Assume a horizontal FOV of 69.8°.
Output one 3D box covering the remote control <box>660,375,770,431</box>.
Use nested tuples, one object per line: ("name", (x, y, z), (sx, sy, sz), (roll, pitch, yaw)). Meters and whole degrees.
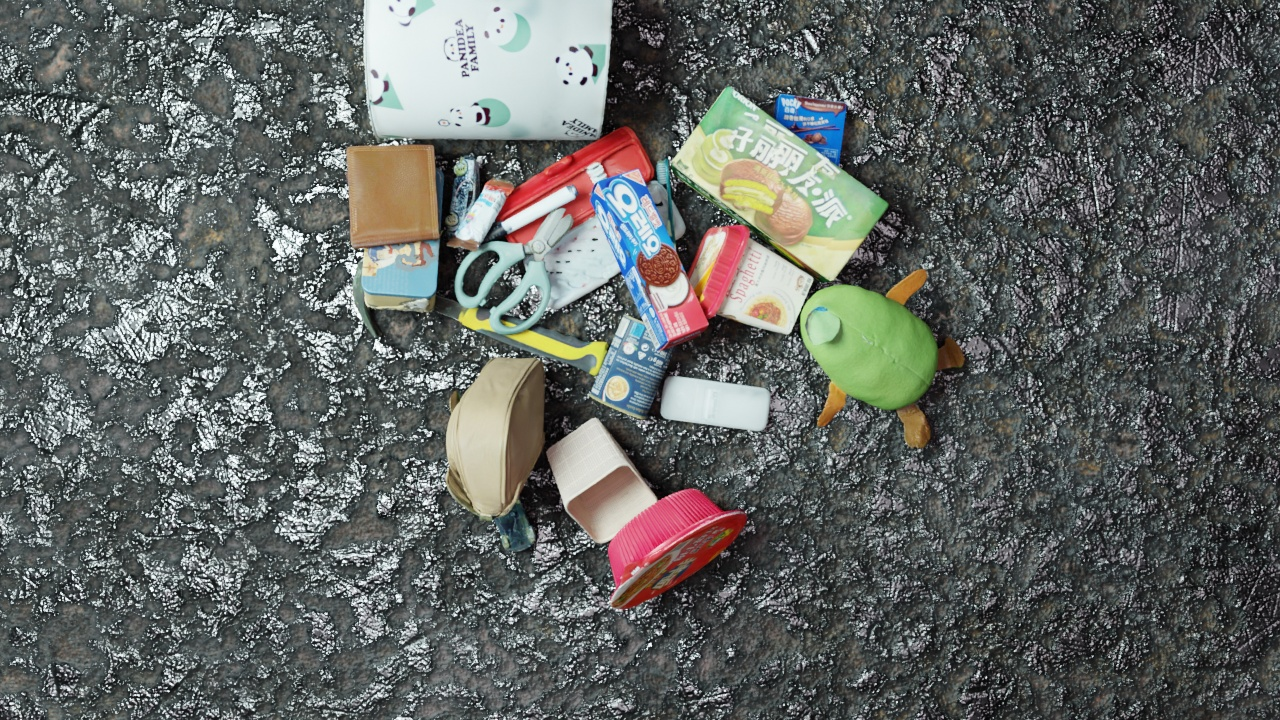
("remote control", (0.094, 0.054, 1.151), (0.136, 0.020, 0.056), (7, 94, -2))

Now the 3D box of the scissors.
("scissors", (-0.131, -0.106, 1.102), (0.180, 0.019, 0.139), (-40, 102, 2))

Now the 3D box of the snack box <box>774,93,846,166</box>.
("snack box", (0.201, -0.243, 1.134), (0.084, 0.026, 0.157), (7, 93, -1))

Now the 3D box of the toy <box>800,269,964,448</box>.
("toy", (0.286, -0.010, 1.105), (0.246, 0.090, 0.227), (33, 87, -25))

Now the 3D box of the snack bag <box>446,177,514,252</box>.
("snack bag", (-0.187, -0.173, 1.087), (0.045, 0.026, 0.105), (17, 68, 23))

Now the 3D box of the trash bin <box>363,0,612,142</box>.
("trash bin", (-0.165, -0.352, 1.032), (0.252, 0.229, 0.229), (3, 93, -6))

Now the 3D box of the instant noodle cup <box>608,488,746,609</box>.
("instant noodle cup", (0.032, 0.216, 1.095), (0.194, 0.194, 0.066), (-35, 67, 1))

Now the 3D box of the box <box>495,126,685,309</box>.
("box", (-0.063, -0.174, 1.131), (0.201, 0.038, 0.158), (-30, 103, 0))

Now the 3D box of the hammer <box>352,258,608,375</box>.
("hammer", (-0.199, -0.049, 1.136), (0.323, 0.032, 0.126), (20, 93, -2))

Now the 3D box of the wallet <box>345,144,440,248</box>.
("wallet", (-0.284, -0.190, 1.053), (0.101, 0.032, 0.124), (-5, 73, -11))

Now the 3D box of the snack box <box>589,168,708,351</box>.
("snack box", (0.007, -0.117, 1.067), (0.058, 0.057, 0.207), (-22, 83, -16))

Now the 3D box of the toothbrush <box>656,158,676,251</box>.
("toothbrush", (0.034, -0.150, 1.123), (0.018, 0.016, 0.192), (-4, 107, 1))

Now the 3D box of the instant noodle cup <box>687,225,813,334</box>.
("instant noodle cup", (0.129, -0.091, 1.105), (0.124, 0.116, 0.116), (22, 92, -14))

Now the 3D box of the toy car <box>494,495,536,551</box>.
("toy car", (-0.163, 0.194, 1.148), (0.043, 0.034, 0.090), (-23, 95, -3))

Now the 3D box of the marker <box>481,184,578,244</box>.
("marker", (-0.134, -0.175, 1.096), (0.131, 0.018, 0.022), (-29, 93, 3))

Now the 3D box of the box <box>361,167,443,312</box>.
("box", (-0.279, -0.151, 1.087), (0.089, 0.060, 0.184), (2, 75, -13))

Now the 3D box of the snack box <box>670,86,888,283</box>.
("snack box", (0.162, -0.205, 1.090), (0.240, 0.063, 0.114), (37, 93, 0))

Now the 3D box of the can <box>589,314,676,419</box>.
("can", (-0.007, 0.007, 1.120), (0.075, 0.075, 0.111), (23, 92, -2))

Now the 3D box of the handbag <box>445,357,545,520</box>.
("handbag", (-0.166, 0.081, 1.060), (0.100, 0.204, 0.148), (3, 110, 7))

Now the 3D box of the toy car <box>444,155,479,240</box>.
("toy car", (-0.215, -0.196, 1.118), (0.031, 0.049, 0.105), (12, 94, 0))

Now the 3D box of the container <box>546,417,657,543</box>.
("container", (-0.051, 0.139, 1.098), (0.090, 0.111, 0.090), (-35, 128, 1))
